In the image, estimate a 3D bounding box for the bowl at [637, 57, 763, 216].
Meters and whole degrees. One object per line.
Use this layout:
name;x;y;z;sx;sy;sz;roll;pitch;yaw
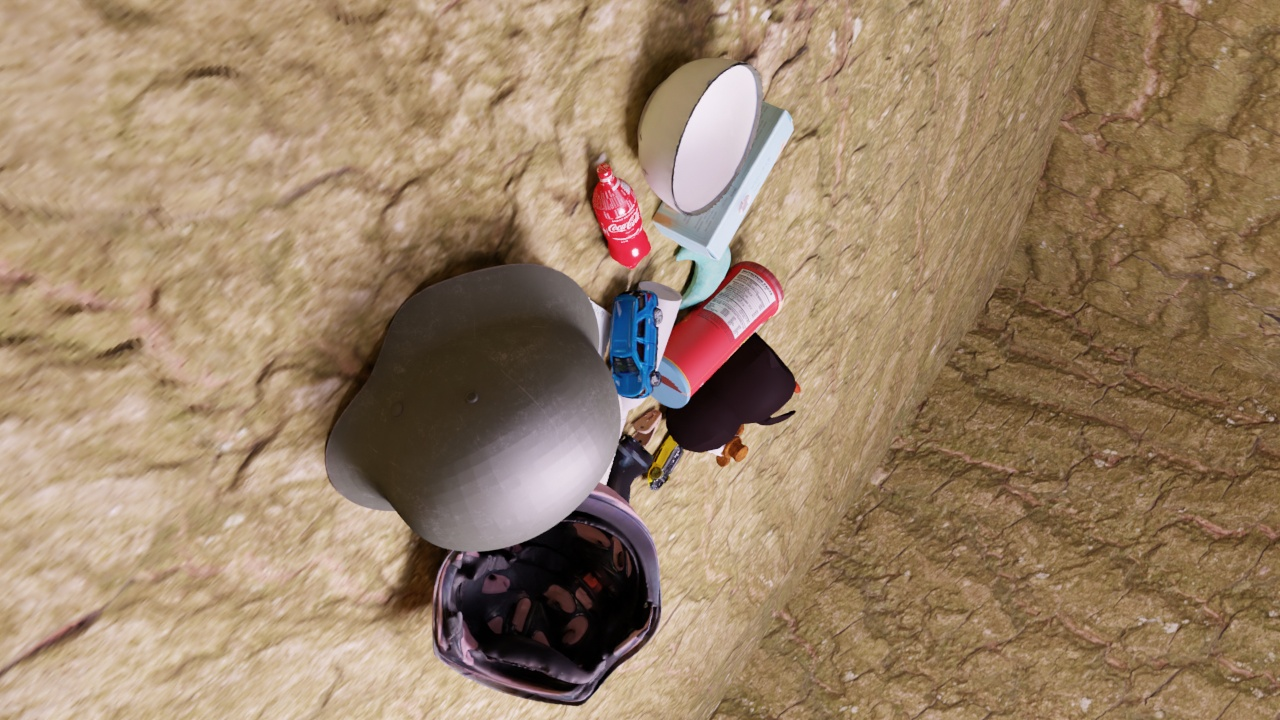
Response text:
bowl;0.049;-0.225;0.896;0.153;0.073;0.154;-45;152;-32

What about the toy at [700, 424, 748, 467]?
toy;0.114;0.108;1.360;0.067;0.112;0.087;-4;122;-48

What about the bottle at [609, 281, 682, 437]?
bottle;-0.006;0.006;1.073;0.052;0.052;0.195;-20;135;-55

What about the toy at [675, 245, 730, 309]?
toy;0.075;-0.115;1.126;0.085;0.033;0.105;-33;145;-21

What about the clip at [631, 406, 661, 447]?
clip;0.010;0.090;1.239;0.049;0.026;0.061;-8;117;-72

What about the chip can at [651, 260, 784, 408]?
chip can;0.091;-0.036;1.177;0.212;0.087;0.087;-43;151;-31

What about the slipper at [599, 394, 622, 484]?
slipper;-0.074;0.134;1.082;0.114;0.052;0.264;-45;156;-44

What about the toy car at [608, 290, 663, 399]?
toy car;-0.009;-0.018;0.999;0.043;0.056;0.120;3;88;-49

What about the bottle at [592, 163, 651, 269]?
bottle;-0.021;-0.141;0.892;0.041;0.042;0.142;-52;155;-17

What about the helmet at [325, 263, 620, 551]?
helmet;-0.119;0.066;0.762;0.267;0.154;0.227;-30;139;-11

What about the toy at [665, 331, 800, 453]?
toy;0.114;0.049;1.262;0.184;0.159;0.140;-41;166;0

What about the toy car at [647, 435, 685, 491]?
toy car;0.040;0.143;1.346;0.106;0.030;0.049;-58;157;-9

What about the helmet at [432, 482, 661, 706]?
helmet;-0.095;0.223;0.972;0.152;0.230;0.256;-101;-149;-70

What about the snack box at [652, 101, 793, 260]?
snack box;0.091;-0.202;1.000;0.174;0.075;0.053;-61;155;1

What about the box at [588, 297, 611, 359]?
box;-0.084;-0.005;0.926;0.136;0.044;0.197;-60;160;-1

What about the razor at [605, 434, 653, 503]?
razor;-0.023;0.167;1.185;0.053;0.064;0.140;49;50;-71
